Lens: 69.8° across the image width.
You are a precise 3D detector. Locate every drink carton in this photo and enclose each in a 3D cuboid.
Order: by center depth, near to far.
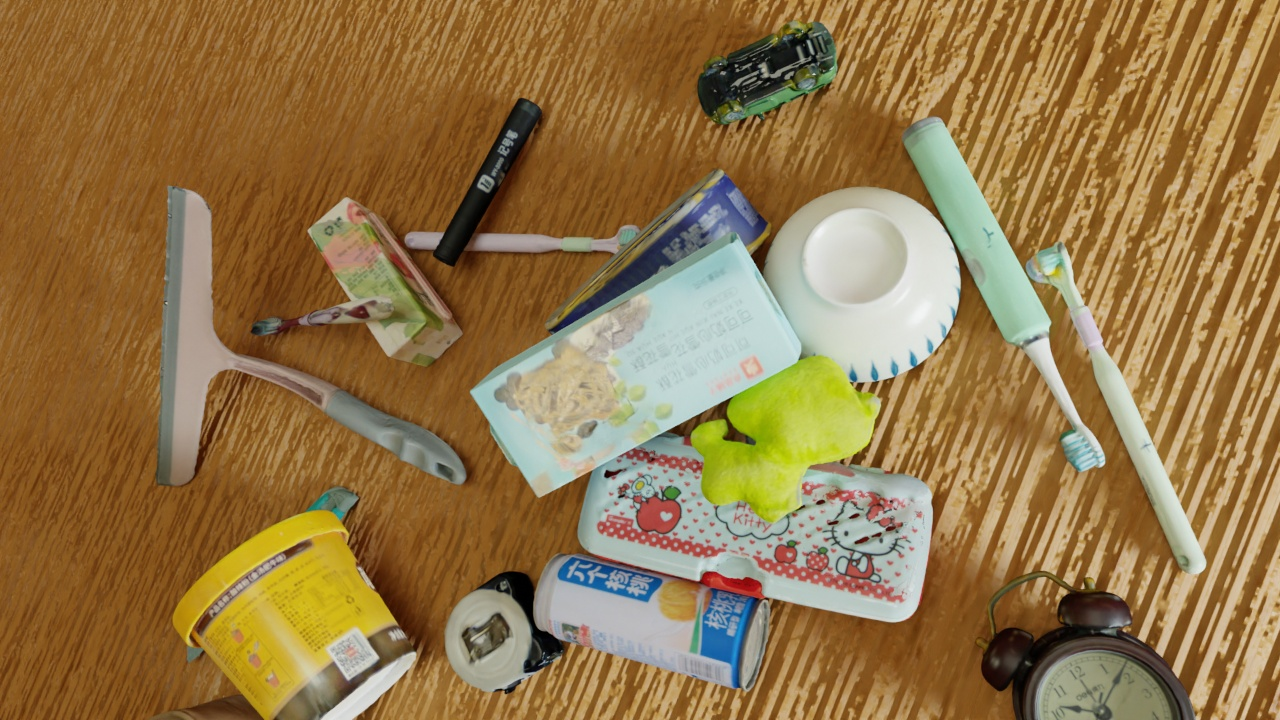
[{"bbox_3d":[-0.181,-0.056,0.657,0.045,0.053,0.122,-41,70,8],"label":"drink carton"}]

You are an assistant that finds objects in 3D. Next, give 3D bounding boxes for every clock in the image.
[{"bbox_3d":[0.226,0.166,0.466,0.082,0.055,0.122,-34,69,12],"label":"clock"}]

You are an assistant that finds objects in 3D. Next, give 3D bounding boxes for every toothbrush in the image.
[{"bbox_3d":[0.259,0.024,0.500,0.020,0.029,0.189,-12,74,-24],"label":"toothbrush"},{"bbox_3d":[0.208,-0.042,0.526,0.027,0.026,0.224,-19,74,-7],"label":"toothbrush"},{"bbox_3d":[-0.087,-0.082,0.645,0.189,0.021,0.029,4,103,23],"label":"toothbrush"},{"bbox_3d":[-0.230,-0.030,0.651,0.188,0.017,0.016,-4,99,43],"label":"toothbrush"}]

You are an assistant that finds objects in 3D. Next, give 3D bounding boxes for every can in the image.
[{"bbox_3d":[0.006,0.154,0.550,0.135,0.053,0.053,9,83,21],"label":"can"},{"bbox_3d":[0.009,-0.052,0.567,0.148,0.074,0.049,-40,101,13],"label":"can"}]

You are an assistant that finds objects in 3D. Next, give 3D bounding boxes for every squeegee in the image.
[{"bbox_3d":[-0.229,0.030,0.657,0.250,0.040,0.248,23,116,10],"label":"squeegee"}]

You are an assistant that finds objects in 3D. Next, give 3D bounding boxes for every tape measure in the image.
[{"bbox_3d":[-0.091,0.178,0.592,0.066,0.033,0.065,-37,69,10],"label":"tape measure"}]

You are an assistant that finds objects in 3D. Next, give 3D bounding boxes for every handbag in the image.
[{"bbox_3d":[-0.286,0.331,0.606,0.148,0.099,0.204,-15,75,25],"label":"handbag"}]

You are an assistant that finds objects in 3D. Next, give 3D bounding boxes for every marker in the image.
[{"bbox_3d":[-0.109,-0.127,0.650,0.022,0.020,0.132,13,73,57],"label":"marker"}]

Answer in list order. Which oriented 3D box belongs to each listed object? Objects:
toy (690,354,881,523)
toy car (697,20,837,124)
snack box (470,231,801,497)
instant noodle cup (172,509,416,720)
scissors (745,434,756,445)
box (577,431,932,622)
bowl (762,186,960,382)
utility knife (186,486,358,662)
[{"bbox_3d":[0.077,0.039,0.507,0.097,0.031,0.100,14,76,22],"label":"toy"},{"bbox_3d":[0.082,-0.183,0.592,0.091,0.036,0.043,-18,76,15],"label":"toy car"},{"bbox_3d":[-0.003,0.003,0.518,0.175,0.051,0.074,-29,99,14],"label":"snack box"},{"bbox_3d":[-0.218,0.178,0.599,0.118,0.118,0.114,-45,76,7],"label":"instant noodle cup"},{"bbox_3d":[0.074,0.055,0.565,0.178,0.014,0.159,-44,69,7],"label":"scissors"},{"bbox_3d":[0.062,0.090,0.529,0.201,0.047,0.086,8,78,22],"label":"box"},{"bbox_3d":[0.125,-0.050,0.532,0.117,0.066,0.116,-4,77,16],"label":"bowl"},{"bbox_3d":[-0.274,0.157,0.674,0.187,0.013,0.029,-46,60,8],"label":"utility knife"}]
